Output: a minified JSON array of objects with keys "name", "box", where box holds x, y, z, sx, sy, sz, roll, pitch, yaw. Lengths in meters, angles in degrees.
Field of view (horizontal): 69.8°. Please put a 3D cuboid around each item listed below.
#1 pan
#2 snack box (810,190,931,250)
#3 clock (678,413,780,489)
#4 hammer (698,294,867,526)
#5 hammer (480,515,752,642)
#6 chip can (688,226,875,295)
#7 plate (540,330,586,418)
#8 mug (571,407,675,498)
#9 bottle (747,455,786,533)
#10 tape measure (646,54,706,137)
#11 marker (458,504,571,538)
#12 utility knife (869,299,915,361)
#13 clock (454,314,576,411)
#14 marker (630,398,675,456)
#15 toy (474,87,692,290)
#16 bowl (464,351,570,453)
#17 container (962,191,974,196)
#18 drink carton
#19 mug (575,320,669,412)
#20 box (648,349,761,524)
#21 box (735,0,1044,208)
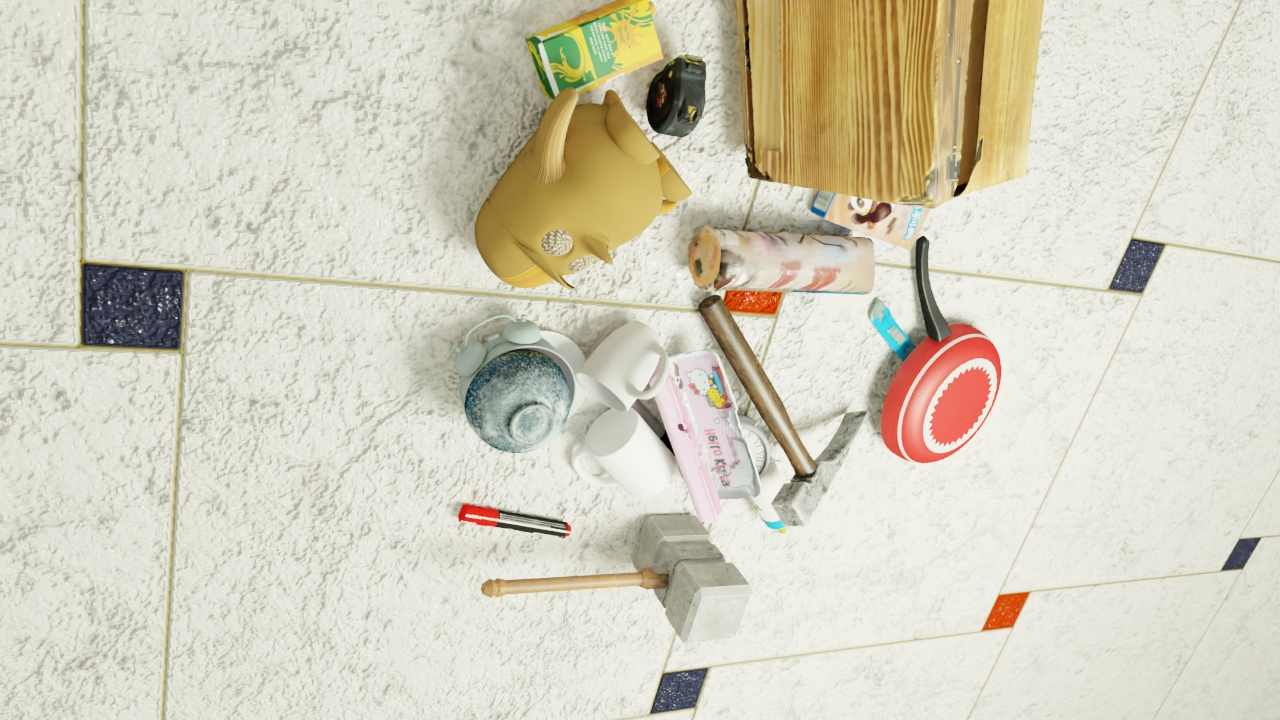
[{"name":"pan","box":[0.407,-0.007,1.243,0.208,0.067,0.357,-31,129,-19]},{"name":"snack box","box":[0.284,-0.194,1.102,0.151,0.034,0.087,12,110,-32]},{"name":"clock","box":[0.108,0.122,1.168,0.123,0.035,0.094,-24,102,5]},{"name":"hammer","box":[0.174,0.027,1.147,0.217,0.037,0.300,-48,115,-39]},{"name":"hammer","box":[-0.041,0.268,1.117,0.317,0.162,0.083,4,114,-28]},{"name":"chip can","box":[0.172,-0.114,1.066,0.229,0.080,0.080,-1,117,-26]},{"name":"plate","box":[-0.123,0.026,1.037,0.134,0.011,0.135,-12,121,-20]},{"name":"mug","box":[-0.027,0.117,1.106,0.111,0.073,0.090,-24,129,19]},{"name":"bottle","box":[0.176,0.188,1.249,0.051,0.051,0.146,-31,126,-8]},{"name":"tape measure","box":[0.037,-0.262,0.922,0.042,0.072,0.071,-2,89,-31]},{"name":"marker","box":[-0.150,0.197,1.113,0.145,0.021,0.024,17,130,-32]},{"name":"utility knife","box":[0.354,-0.025,1.243,0.031,0.015,0.173,-46,128,5]},{"name":"clock","box":[-0.138,0.021,0.991,0.122,0.045,0.159,-27,124,-10]},{"name":"marker","box":[0.012,0.077,1.126,0.016,0.022,0.138,-32,128,9]},{"name":"toy","box":[-0.069,-0.148,0.888,0.203,0.162,0.198,-38,145,11]},{"name":"bowl","box":[-0.120,0.054,0.953,0.114,0.060,0.114,-12,123,-20]},{"name":"container","box":[0.357,-0.255,1.095,0.129,0.049,0.081,13,110,-31]},{"name":"drink carton","box":[-0.041,-0.301,0.881,0.122,0.041,0.058,-27,125,-10]},{"name":"mug","box":[-0.006,0.006,1.025,0.089,0.107,0.071,-53,131,-17]},{"name":"box","box":[0.082,0.086,1.099,0.095,0.088,0.202,-20,106,-1]},{"name":"box","box":[0.234,-0.306,0.878,0.215,0.257,0.280,-18,122,-19]}]
